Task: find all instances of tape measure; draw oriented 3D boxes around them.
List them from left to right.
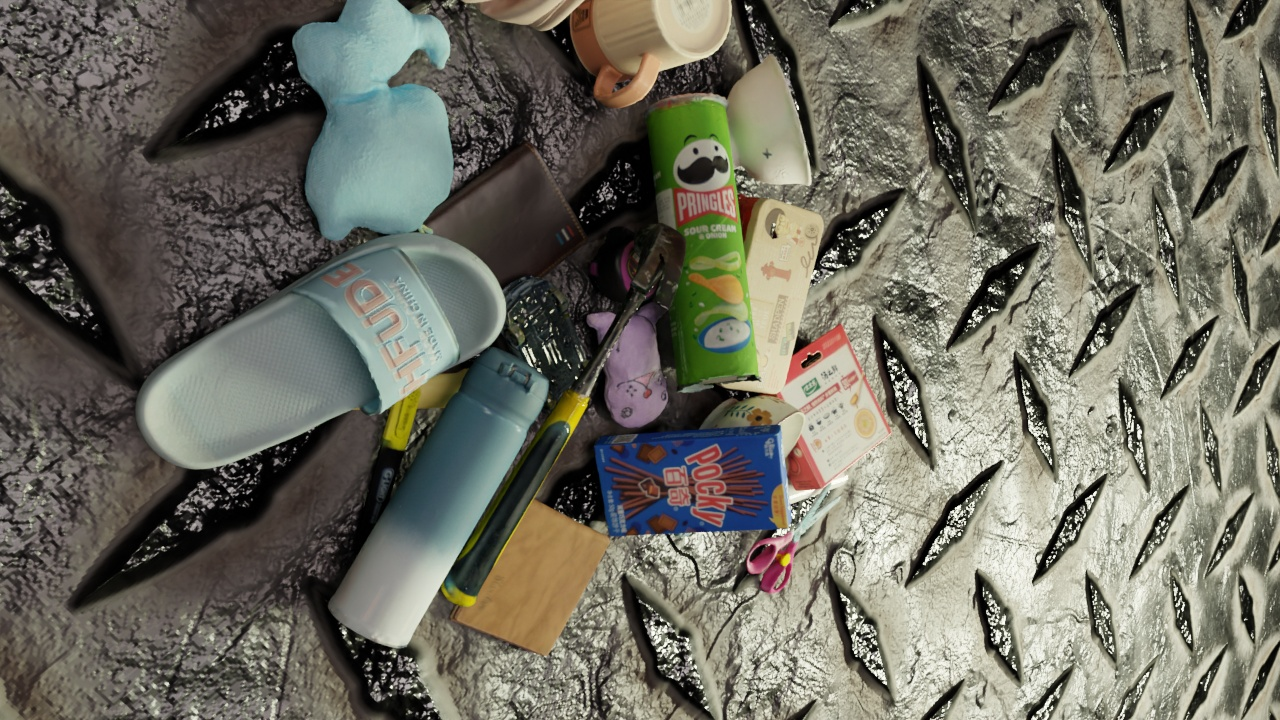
[{"bbox_3d":[-0.012,-0.077,0.766,0.057,0.039,0.057,23,76,-43],"label":"tape measure"}]

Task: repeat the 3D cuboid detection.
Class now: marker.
[{"bbox_3d":[-0.183,0.075,0.665,0.018,0.015,0.124,14,96,-37],"label":"marker"}]

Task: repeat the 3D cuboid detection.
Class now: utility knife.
[{"bbox_3d":[-0.176,0.021,0.670,0.172,0.019,0.031,0,92,-38],"label":"utility knife"}]

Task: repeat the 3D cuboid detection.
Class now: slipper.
[{"bbox_3d":[-0.201,-0.006,0.599,0.245,0.074,0.104,-29,111,-20],"label":"slipper"}]

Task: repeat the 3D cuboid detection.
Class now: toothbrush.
[{"bbox_3d":[0.121,0.137,0.901,0.220,0.026,0.026,-12,144,-35],"label":"toothbrush"}]

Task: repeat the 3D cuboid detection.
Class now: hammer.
[{"bbox_3d":[-0.058,0.042,0.682,0.032,0.126,0.323,30,95,-11],"label":"hammer"}]

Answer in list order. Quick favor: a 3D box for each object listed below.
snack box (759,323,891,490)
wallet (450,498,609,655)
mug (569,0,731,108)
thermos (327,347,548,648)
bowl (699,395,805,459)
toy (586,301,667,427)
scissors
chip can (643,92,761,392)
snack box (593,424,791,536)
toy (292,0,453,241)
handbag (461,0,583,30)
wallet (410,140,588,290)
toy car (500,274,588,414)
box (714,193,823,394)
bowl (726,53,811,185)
[{"bbox_3d":[0.176,0.046,0.909,0.113,0.044,0.127,-30,98,-30],"label":"snack box"},{"bbox_3d":[-0.089,0.178,0.756,0.101,0.020,0.115,33,79,-33],"label":"wallet"},{"bbox_3d":[0.002,-0.252,0.710,0.081,0.106,0.114,25,80,-36],"label":"mug"},{"bbox_3d":[-0.140,0.094,0.663,0.070,0.070,0.220,34,82,-35],"label":"thermos"},{"bbox_3d":[0.090,0.074,0.835,0.113,0.062,0.114,-39,155,-22],"label":"bowl"},{"bbox_3d":[-0.005,0.005,0.782,0.083,0.039,0.108,-17,105,-32],"label":"toy"},{"bbox_3d":[0.152,0.171,0.921,0.096,0.017,0.137,33,89,-40],"label":"scissors"},{"bbox_3d":[0.050,-0.094,0.756,0.072,0.072,0.236,-2,83,-37],"label":"chip can"},{"bbox_3d":[0.044,0.102,0.772,0.026,0.157,0.084,-52,135,-70],"label":"snack box"},{"bbox_3d":[-0.176,-0.159,0.624,0.161,0.050,0.156,-47,117,-18],"label":"toy"},{"bbox_3d":[-0.040,-0.332,0.587,0.093,0.235,0.193,5,93,-39],"label":"handbag"},{"bbox_3d":[-0.107,-0.096,0.706,0.122,0.020,0.096,-43,119,-22],"label":"wallet"},{"bbox_3d":[-0.076,-0.011,0.728,0.054,0.037,0.121,-41,130,-24],"label":"toy car"},{"bbox_3d":[0.092,-0.062,0.830,0.091,0.079,0.168,8,97,-38],"label":"box"},{"bbox_3d":[0.102,-0.202,0.810,0.065,0.118,0.118,-18,111,7],"label":"bowl"}]
